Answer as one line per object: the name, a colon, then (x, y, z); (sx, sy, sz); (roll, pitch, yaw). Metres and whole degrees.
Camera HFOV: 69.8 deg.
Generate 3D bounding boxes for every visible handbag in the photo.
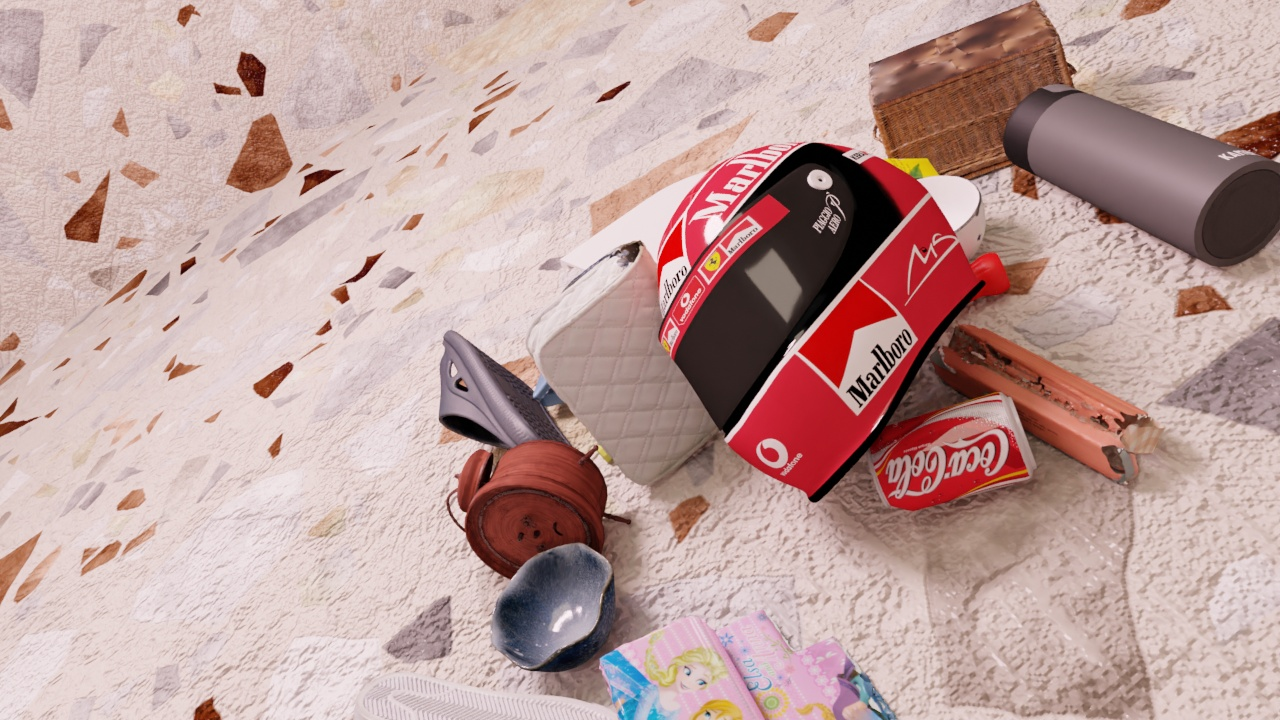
handbag: (-0.005, 0.005, 0.806); (0.138, 0.195, 0.072); (-39, 33, -6)

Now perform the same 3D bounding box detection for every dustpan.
dustpan: (0.077, -0.121, 0.962); (0.192, 0.053, 0.257); (25, 52, 36)

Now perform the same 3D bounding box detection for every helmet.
helmet: (0.119, -0.054, 0.711); (0.270, 0.224, 0.198); (-43, -12, -34)

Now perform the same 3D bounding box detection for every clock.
clock: (-0.099, 0.130, 0.795); (0.158, 0.121, 0.072); (-11, 31, 18)

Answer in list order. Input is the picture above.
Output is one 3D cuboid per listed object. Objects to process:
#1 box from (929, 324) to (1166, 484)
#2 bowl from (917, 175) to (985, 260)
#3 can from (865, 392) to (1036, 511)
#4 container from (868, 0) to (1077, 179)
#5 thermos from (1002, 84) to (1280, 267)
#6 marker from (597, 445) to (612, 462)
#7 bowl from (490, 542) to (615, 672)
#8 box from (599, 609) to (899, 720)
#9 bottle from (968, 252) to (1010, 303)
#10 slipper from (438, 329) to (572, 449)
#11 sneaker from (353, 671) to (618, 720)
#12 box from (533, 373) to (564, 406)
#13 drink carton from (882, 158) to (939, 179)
box: (0.281, 0.030, 0.665); (0.064, 0.056, 0.188); (-68, 28, 14)
bowl: (0.263, -0.112, 0.845); (0.114, 0.063, 0.113); (-23, 34, 17)
can: (0.219, 0.067, 0.652); (0.105, 0.064, 0.064); (-20, 35, 20)
container: (0.335, -0.265, 0.935); (0.199, 0.113, 0.113); (-17, 36, 22)
thermos: (0.409, -0.164, 0.768); (0.082, 0.082, 0.240); (-32, 33, 3)
marker: (0.010, 0.053, 0.891); (0.123, 0.017, 0.021); (-39, -11, -10)
bowl: (-0.060, 0.203, 0.725); (0.110, 0.055, 0.110); (-23, 34, 17)
box: (0.080, 0.234, 0.553); (0.159, 0.035, 0.230); (-22, 31, -9)
bottle: (0.258, -0.056, 0.802); (0.119, 0.036, 0.036); (-22, 35, 18)
slipper: (-0.152, 0.060, 0.960); (0.083, 0.110, 0.268); (-50, 39, 2)
sneaker: (-0.088, 0.288, 0.632); (0.242, 0.091, 0.089); (6, 17, 21)
box: (-0.079, -0.034, 1.030); (0.068, 0.059, 0.209); (-19, 30, 24)
drink carton: (0.217, -0.166, 0.904); (0.134, 0.059, 0.042); (-2, 40, -4)
